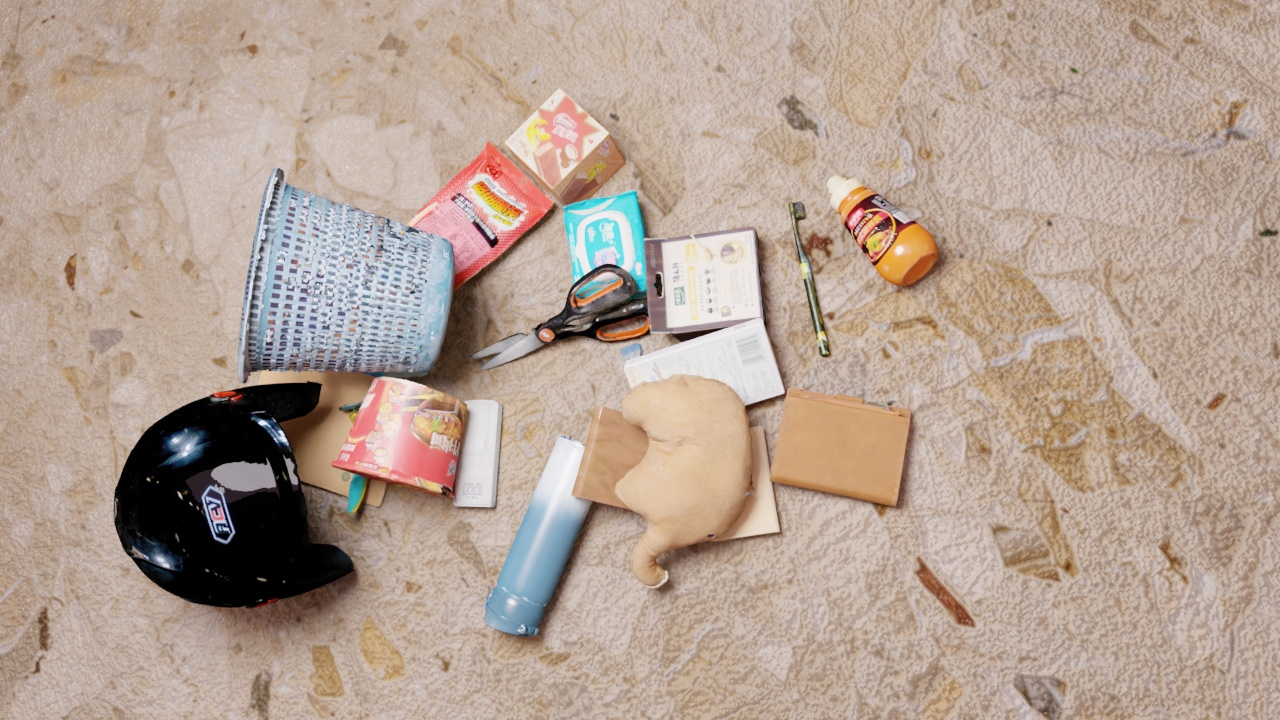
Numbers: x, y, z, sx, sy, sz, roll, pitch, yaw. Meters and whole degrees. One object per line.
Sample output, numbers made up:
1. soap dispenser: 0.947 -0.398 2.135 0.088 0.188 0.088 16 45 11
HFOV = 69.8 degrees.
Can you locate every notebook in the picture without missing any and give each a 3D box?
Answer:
1. notebook: -0.384 0.077 1.113 0.208 0.008 0.147 15 86 15

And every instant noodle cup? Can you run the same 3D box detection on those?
1. instant noodle cup: -0.263 0.084 1.026 0.138 0.138 0.108 10 77 16

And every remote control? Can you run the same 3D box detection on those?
1. remote control: -0.188 0.107 1.060 0.049 0.024 0.124 -2 76 14

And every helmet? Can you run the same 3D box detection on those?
1. helmet: -0.437 0.150 0.986 0.229 0.275 0.233 -12 91 -26

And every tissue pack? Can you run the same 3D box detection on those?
1. tissue pack: -0.037 -0.129 1.066 0.093 0.050 0.133 -13 73 12

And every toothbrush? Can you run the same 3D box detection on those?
1. toothbrush: 0.189 -0.093 1.020 0.017 0.012 0.185 -9 74 1

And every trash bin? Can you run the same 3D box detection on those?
1. trash bin: -0.308 -0.072 0.981 0.195 0.227 0.226 10 76 -19

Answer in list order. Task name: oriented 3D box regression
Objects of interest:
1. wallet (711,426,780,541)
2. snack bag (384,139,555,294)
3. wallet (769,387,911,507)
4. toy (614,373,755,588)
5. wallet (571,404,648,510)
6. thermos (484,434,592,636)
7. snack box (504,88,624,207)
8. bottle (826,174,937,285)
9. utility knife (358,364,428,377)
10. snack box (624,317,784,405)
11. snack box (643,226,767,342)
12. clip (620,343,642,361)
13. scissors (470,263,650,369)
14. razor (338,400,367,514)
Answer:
1. wallet: 0.097 0.132 0.981 0.087 0.024 0.115 -11 75 13
2. snack bag: -0.216 -0.160 1.117 0.207 0.073 0.128 -43 73 -5
3. wallet: 0.209 0.087 0.957 0.132 0.031 0.107 10 75 12
4. toy: 0.046 0.127 0.944 0.143 0.082 0.226 4 88 9
5. wallet: -0.007 0.109 0.980 0.115 0.020 0.101 15 87 -16
6. thermos: -0.104 0.191 0.996 0.070 0.070 0.220 21 82 18
7. snack box: -0.089 -0.249 1.095 0.094 0.077 0.093 -44 70 0
8. bottle: 0.254 -0.149 0.995 0.067 0.067 0.149 -37 63 3
9. utility knife: -0.350 0.015 1.128 0.203 0.018 0.034 -3 75 12
10. snack box: 0.069 0.018 0.993 0.157 0.026 0.085 -18 107 10
11. snack box: 0.073 -0.084 1.025 0.126 0.053 0.113 -7 75 13
12. clip: -0.006 0.006 1.042 0.024 0.026 0.056 -19 63 7
13. scissors: -0.087 -0.026 1.057 0.235 0.161 0.021 -45 26 31
14. razor: -0.333 0.114 1.076 0.043 0.028 0.132 -10 76 35
